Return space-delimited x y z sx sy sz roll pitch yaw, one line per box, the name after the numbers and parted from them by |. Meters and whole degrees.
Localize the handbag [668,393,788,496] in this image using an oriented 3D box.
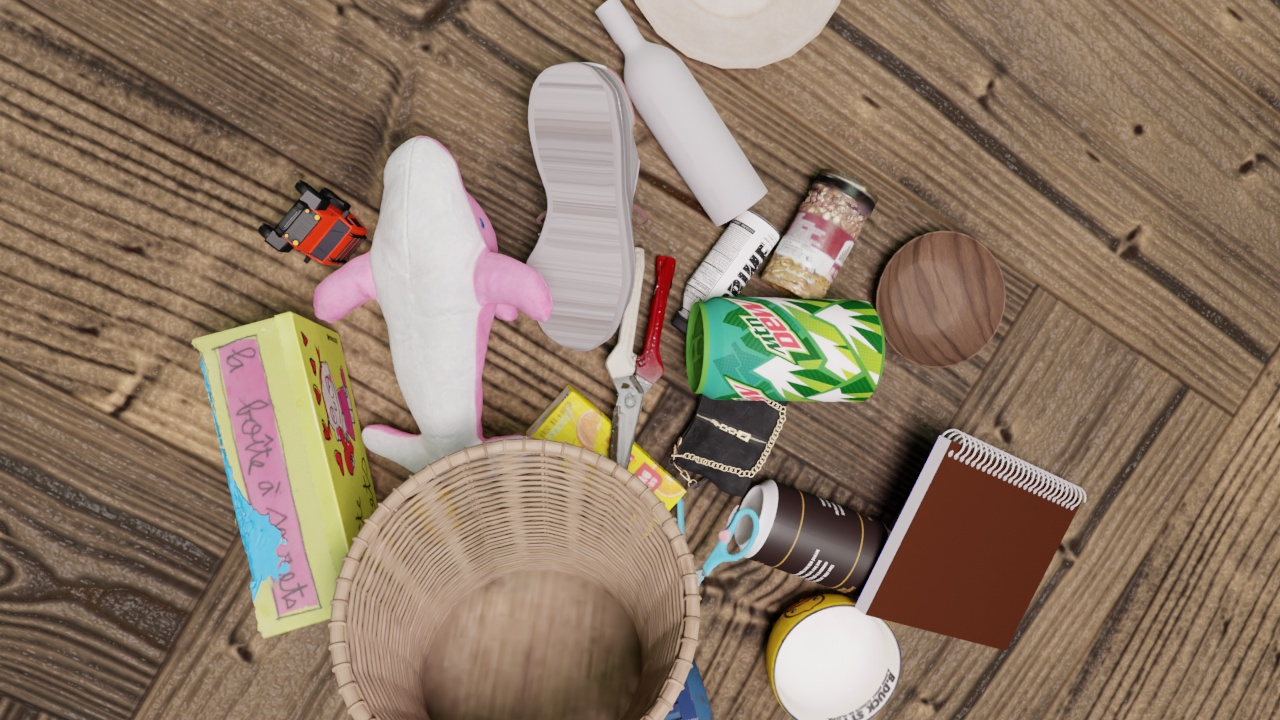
0.077 0.056 0.796 0.079 0.054 0.128 23 97 0 | handbag

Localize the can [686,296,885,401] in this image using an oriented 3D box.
0.114 -0.009 0.737 0.144 0.083 0.083 1 98 -8 | can

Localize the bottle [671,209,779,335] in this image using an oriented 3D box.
0.068 -0.070 0.776 0.041 0.041 0.116 36 92 -12 | bottle

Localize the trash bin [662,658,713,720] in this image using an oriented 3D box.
-0.067 0.322 0.764 0.249 0.139 0.139 -13 100 -8 | trash bin

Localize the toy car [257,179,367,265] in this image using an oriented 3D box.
-0.243 -0.100 0.695 0.049 0.100 0.051 41 93 -6 | toy car

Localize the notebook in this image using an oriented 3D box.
0.300 0.165 0.816 0.209 0.022 0.171 22 95 -33 | notebook

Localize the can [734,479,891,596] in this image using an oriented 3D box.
0.152 0.156 0.804 0.128 0.072 0.072 21 94 -11 | can

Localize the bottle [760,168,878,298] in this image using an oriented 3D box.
0.151 -0.102 0.776 0.056 0.056 0.105 28 93 -11 | bottle

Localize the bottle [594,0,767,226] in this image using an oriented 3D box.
0.028 -0.204 0.745 0.052 0.052 0.195 -36 101 -2 | bottle

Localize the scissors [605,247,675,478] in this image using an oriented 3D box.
0.001 0.003 0.766 0.139 0.015 0.189 -21 89 -15 | scissors

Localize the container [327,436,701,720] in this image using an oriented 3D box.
-0.079 0.199 0.645 0.227 0.196 0.226 1 57 -1 | container

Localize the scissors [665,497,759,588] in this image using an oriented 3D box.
0.037 0.170 0.784 0.139 0.118 0.015 -52 142 -2 | scissors

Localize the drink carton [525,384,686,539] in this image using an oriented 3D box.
-0.028 0.087 0.783 0.134 0.043 0.058 42 89 -12 | drink carton

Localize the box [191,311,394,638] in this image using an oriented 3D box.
-0.251 0.085 0.685 0.079 0.124 0.221 -17 83 -4 | box

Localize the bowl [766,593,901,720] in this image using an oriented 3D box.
0.166 0.262 0.824 0.117 0.067 0.117 -1 98 -8 | bowl

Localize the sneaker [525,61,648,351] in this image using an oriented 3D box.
-0.038 -0.124 0.734 0.099 0.089 0.237 12 122 15 | sneaker

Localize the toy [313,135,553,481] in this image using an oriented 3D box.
-0.143 -0.038 0.715 0.187 0.127 0.266 2 103 15 | toy

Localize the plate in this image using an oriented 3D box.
0.077 -0.333 0.746 0.188 0.027 0.189 -1 98 -8 | plate

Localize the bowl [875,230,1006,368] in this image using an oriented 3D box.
0.259 -0.054 0.810 0.119 0.032 0.119 -1 98 -8 | bowl

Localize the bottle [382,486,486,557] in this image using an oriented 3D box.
-0.194 0.139 0.765 0.143 0.043 0.043 -20 100 -5 | bottle
